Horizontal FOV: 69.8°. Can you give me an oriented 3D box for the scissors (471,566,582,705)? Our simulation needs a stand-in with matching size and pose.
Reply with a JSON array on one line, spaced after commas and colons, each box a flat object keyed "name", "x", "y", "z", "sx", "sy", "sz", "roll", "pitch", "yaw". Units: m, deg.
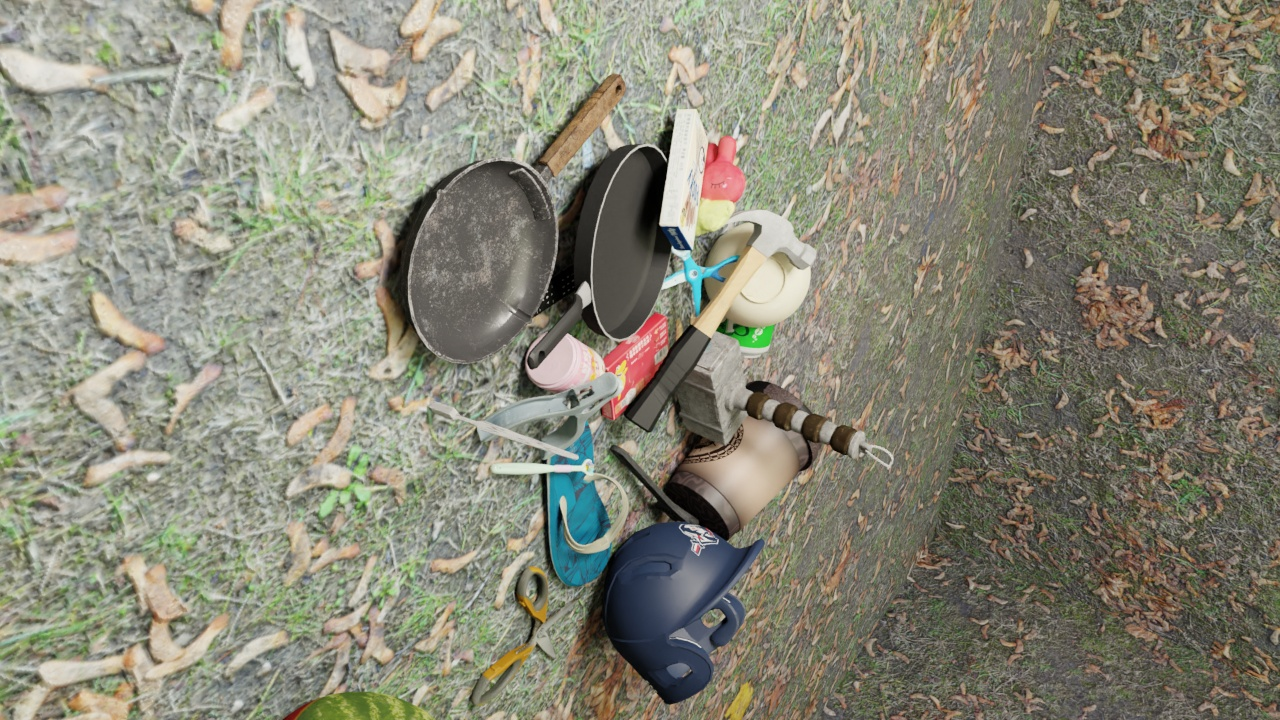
[{"name": "scissors", "x": -0.151, "y": 0.369, "z": 1.227, "sx": 0.229, "sy": 0.016, "sz": 0.226, "roll": -49, "pitch": 146, "yaw": -31}]

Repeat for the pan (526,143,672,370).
[{"name": "pan", "x": -0.043, "y": -0.099, "z": 1.009, "sx": 0.355, "sy": 0.034, "sz": 0.226, "roll": -53, "pitch": 148, "yaw": -45}]

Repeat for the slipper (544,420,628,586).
[{"name": "slipper", "x": -0.071, "y": 0.203, "z": 1.206, "sx": 0.118, "sy": 0.060, "sz": 0.295, "roll": -39, "pitch": 139, "yaw": -36}]

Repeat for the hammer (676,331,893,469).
[{"name": "hammer", "x": 0.196, "y": 0.075, "z": 1.284, "sx": 0.079, "sy": 0.327, "sz": 0.177, "roll": -51, "pitch": 146, "yaw": -28}]

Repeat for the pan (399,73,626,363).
[{"name": "pan", "x": -0.117, "y": -0.159, "z": 0.908, "sx": 0.356, "sy": 0.040, "sz": 0.208, "roll": -58, "pitch": 149, "yaw": -19}]

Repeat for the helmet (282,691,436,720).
[{"name": "helmet", "x": -0.262, "y": 0.432, "z": 0.862, "sx": 0.212, "sy": 0.247, "sz": 0.243, "roll": -35, "pitch": 99, "yaw": -19}]

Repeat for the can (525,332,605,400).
[{"name": "can", "x": -0.085, "y": 0.008, "z": 1.041, "sx": 0.067, "sy": 0.067, "sz": 0.076, "roll": -65, "pitch": 152, "yaw": -5}]

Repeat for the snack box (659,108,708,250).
[{"name": "snack box", "x": 0.053, "y": -0.217, "z": 1.106, "sx": 0.082, "sy": 0.026, "sz": 0.150, "roll": 42, "pitch": 55, "yaw": -71}]

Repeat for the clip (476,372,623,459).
[{"name": "clip", "x": -0.106, "y": 0.074, "z": 1.040, "sx": 0.164, "sy": 0.032, "sz": 0.166, "roll": -13, "pitch": 154, "yaw": -23}]

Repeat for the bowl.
[{"name": "bowl", "x": 0.165, "y": -0.116, "z": 1.268, "sx": 0.075, "sy": 0.151, "sz": 0.151, "roll": -82, "pitch": -172, "yaw": -80}]

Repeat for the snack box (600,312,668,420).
[{"name": "snack box", "x": -0.007, "y": 0.007, "z": 1.215, "sx": 0.132, "sy": 0.021, "sz": 0.089, "roll": -42, "pitch": 142, "yaw": -37}]

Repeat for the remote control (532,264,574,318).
[{"name": "remote control", "x": -0.090, "y": -0.083, "z": 1.031, "sx": 0.139, "sy": 0.009, "sz": 0.030, "roll": -39, "pitch": 140, "yaw": -41}]

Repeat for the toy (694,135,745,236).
[{"name": "toy", "x": 0.092, "y": -0.221, "z": 1.163, "sx": 0.045, "sy": 0.092, "sz": 0.135, "roll": 26, "pitch": 71, "yaw": -43}]

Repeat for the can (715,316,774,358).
[{"name": "can", "x": 0.161, "y": -0.081, "z": 1.367, "sx": 0.087, "sy": 0.088, "sz": 0.140, "roll": -19, "pitch": 125, "yaw": -53}]

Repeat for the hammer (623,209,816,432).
[{"name": "hammer", "x": 0.088, "y": -0.051, "z": 1.197, "sx": 0.131, "sy": 0.039, "sz": 0.328, "roll": 34, "pitch": 92, "yaw": -16}]

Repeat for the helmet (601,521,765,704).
[{"name": "helmet", "x": 0.066, "y": 0.336, "z": 1.338, "sx": 0.273, "sy": 0.223, "sz": 0.232, "roll": -37, "pitch": 174, "yaw": 18}]

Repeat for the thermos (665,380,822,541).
[{"name": "thermos", "x": 0.160, "y": 0.164, "z": 1.462, "sx": 0.225, "sy": 0.173, "sz": 0.173, "roll": -44, "pitch": 143, "yaw": -26}]

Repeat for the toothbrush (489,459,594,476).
[{"name": "toothbrush", "x": -0.115, "y": 0.129, "z": 1.093, "sx": 0.154, "sy": 0.015, "sz": 0.022, "roll": 6, "pitch": 67, "yaw": -44}]

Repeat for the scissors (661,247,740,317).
[{"name": "scissors", "x": 0.078, "y": -0.123, "z": 1.209, "sx": 0.140, "sy": 0.011, "sz": 0.134, "roll": -10, "pitch": 107, "yaw": -11}]

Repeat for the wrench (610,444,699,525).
[{"name": "wrench", "x": 0.020, "y": 0.189, "z": 1.349, "sx": 0.018, "sy": 0.073, "sz": 0.273, "roll": -58, "pitch": 143, "yaw": -17}]

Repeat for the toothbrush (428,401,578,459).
[{"name": "toothbrush", "x": -0.135, "y": 0.067, "z": 0.882, "sx": 0.010, "sy": 0.182, "sz": 0.010, "roll": -60, "pitch": 147, "yaw": -24}]
